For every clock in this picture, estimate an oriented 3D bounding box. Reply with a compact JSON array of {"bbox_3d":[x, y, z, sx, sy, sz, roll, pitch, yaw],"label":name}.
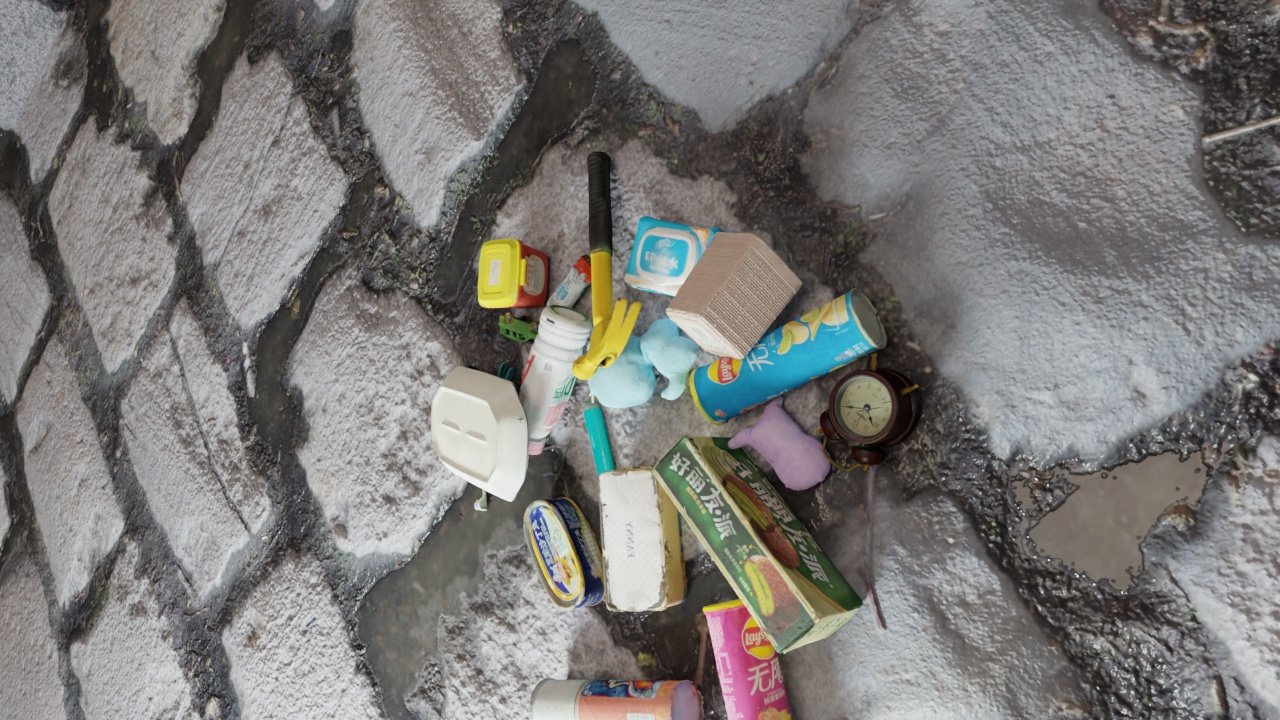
[{"bbox_3d":[0.233,0.058,0.945,0.082,0.055,0.122,42,111,31],"label":"clock"}]

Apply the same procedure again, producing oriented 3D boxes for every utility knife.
[{"bbox_3d":[-0.042,0.151,1.165,0.029,0.013,0.215,-21,71,26],"label":"utility knife"}]

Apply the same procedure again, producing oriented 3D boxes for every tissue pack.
[{"bbox_3d":[0.048,-0.119,1.094,0.140,0.063,0.090,17,95,37],"label":"tissue pack"}]

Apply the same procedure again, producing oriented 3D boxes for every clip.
[{"bbox_3d":[-0.195,0.030,1.291,0.042,0.014,0.056,32,103,34],"label":"clip"}]

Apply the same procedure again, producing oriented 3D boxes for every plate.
[{"bbox_3d":[-0.227,0.096,1.242,0.266,0.034,0.162,13,103,54],"label":"plate"}]

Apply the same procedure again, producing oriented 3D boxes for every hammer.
[{"bbox_3d":[-0.048,-0.131,1.141,0.129,0.032,0.300,-39,47,50],"label":"hammer"}]

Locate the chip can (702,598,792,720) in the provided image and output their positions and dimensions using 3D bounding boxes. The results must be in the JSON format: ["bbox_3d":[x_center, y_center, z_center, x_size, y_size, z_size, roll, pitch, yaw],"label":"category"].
[{"bbox_3d":[0.124,0.364,0.986,0.072,0.071,0.210,-21,74,33],"label":"chip can"}]

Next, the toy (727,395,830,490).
[{"bbox_3d":[0.158,0.097,1.002,0.084,0.039,0.108,-41,63,-7],"label":"toy"}]

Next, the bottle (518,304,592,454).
[{"bbox_3d":[-0.122,0.028,1.201,0.068,0.068,0.197,30,109,35],"label":"bottle"}]

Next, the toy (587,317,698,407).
[{"bbox_3d":[-0.007,0.007,1.129,0.156,0.049,0.161,-48,51,14],"label":"toy"}]

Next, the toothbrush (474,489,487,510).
[{"bbox_3d":[-0.229,0.118,1.304,0.020,0.029,0.189,-3,80,-6],"label":"toothbrush"}]

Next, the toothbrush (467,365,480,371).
[{"bbox_3d":[-0.205,0.041,1.263,0.181,0.015,0.018,36,127,54],"label":"toothbrush"}]

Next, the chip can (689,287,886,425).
[{"bbox_3d":[0.157,-0.001,0.997,0.211,0.071,0.071,-28,69,31],"label":"chip can"}]

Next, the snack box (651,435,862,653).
[{"bbox_3d":[0.122,0.187,0.978,0.063,0.114,0.240,-48,60,21],"label":"snack box"}]

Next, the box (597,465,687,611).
[{"bbox_3d":[0.001,0.204,1.095,0.090,0.061,0.184,-6,80,27],"label":"box"}]

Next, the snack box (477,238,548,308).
[{"bbox_3d":[-0.169,-0.114,1.244,0.082,0.080,0.091,0,85,37],"label":"snack box"}]

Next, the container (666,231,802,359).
[{"bbox_3d":[0.099,-0.069,1.001,0.110,0.090,0.090,-54,27,-10],"label":"container"}]

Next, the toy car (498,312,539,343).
[{"bbox_3d":[-0.154,-0.042,1.249,0.091,0.043,0.036,14,91,38],"label":"toy car"}]

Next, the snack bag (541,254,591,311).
[{"bbox_3d":[-0.093,-0.091,1.219,0.104,0.026,0.048,-53,51,21],"label":"snack bag"}]

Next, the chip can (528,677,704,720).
[{"bbox_3d":[-0.032,0.417,1.095,0.215,0.071,0.071,-13,78,35],"label":"chip can"}]

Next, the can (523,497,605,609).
[{"bbox_3d":[-0.097,0.245,1.174,0.075,0.049,0.148,-38,65,28],"label":"can"}]
